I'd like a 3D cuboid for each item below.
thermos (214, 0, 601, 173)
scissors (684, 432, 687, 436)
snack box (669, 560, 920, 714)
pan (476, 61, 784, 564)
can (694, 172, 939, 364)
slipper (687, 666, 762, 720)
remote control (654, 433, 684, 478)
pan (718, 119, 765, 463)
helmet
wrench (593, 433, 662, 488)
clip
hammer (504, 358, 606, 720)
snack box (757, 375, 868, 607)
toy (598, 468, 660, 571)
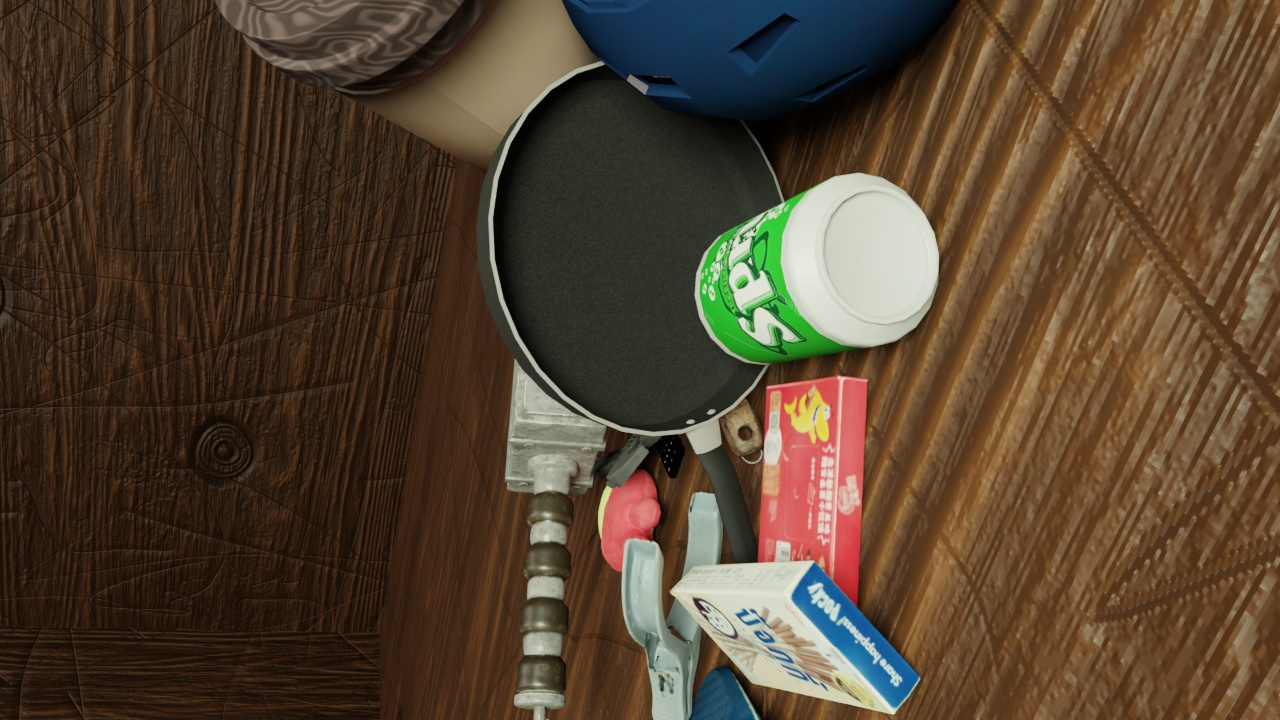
[{"bbox_3d":[-0.112,-0.208,0.558,0.173,0.226,0.172,-7,74,25],"label":"thermos"},{"bbox_3d":[-0.005,0.004,0.727,0.225,0.016,0.230,52,-178,13],"label":"scissors"},{"bbox_3d":[0.077,0.149,0.507,0.026,0.082,0.150,-43,4,-24],"label":"snack box"},{"bbox_3d":[0.022,-0.005,0.573,0.034,0.224,0.356,-4,106,54],"label":"pan"},{"bbox_3d":[0.093,-0.046,0.510,0.140,0.087,0.087,166,110,-70],"label":"can"},{"bbox_3d":[0.073,0.267,0.511,0.295,0.060,0.118,-118,43,-80],"label":"slipper"},{"bbox_3d":[0.014,0.052,0.821,0.140,0.009,0.030,-115,37,-57],"label":"remote control"},{"bbox_3d":[0.017,-0.095,0.657,0.040,0.207,0.356,70,179,-74],"label":"pan"},{"bbox_3d":[0.045,-0.240,0.471,0.272,0.232,0.223,35,107,43],"label":"helmet"},{"bbox_3d":[-0.023,0.092,0.845,0.073,0.018,0.274,-52,3,-16],"label":"wrench"},{"bbox_3d":[0.022,0.152,0.615,0.166,0.032,0.164,66,-144,-49],"label":"clip"},{"bbox_3d":[-0.076,0.158,0.752,0.177,0.079,0.325,109,163,-61],"label":"hammer"},{"bbox_3d":[0.100,0.078,0.547,0.089,0.021,0.133,165,110,-69],"label":"snack box"},{"bbox_3d":[-0.010,0.140,0.804,0.135,0.045,0.091,-154,75,-77],"label":"toy"}]
